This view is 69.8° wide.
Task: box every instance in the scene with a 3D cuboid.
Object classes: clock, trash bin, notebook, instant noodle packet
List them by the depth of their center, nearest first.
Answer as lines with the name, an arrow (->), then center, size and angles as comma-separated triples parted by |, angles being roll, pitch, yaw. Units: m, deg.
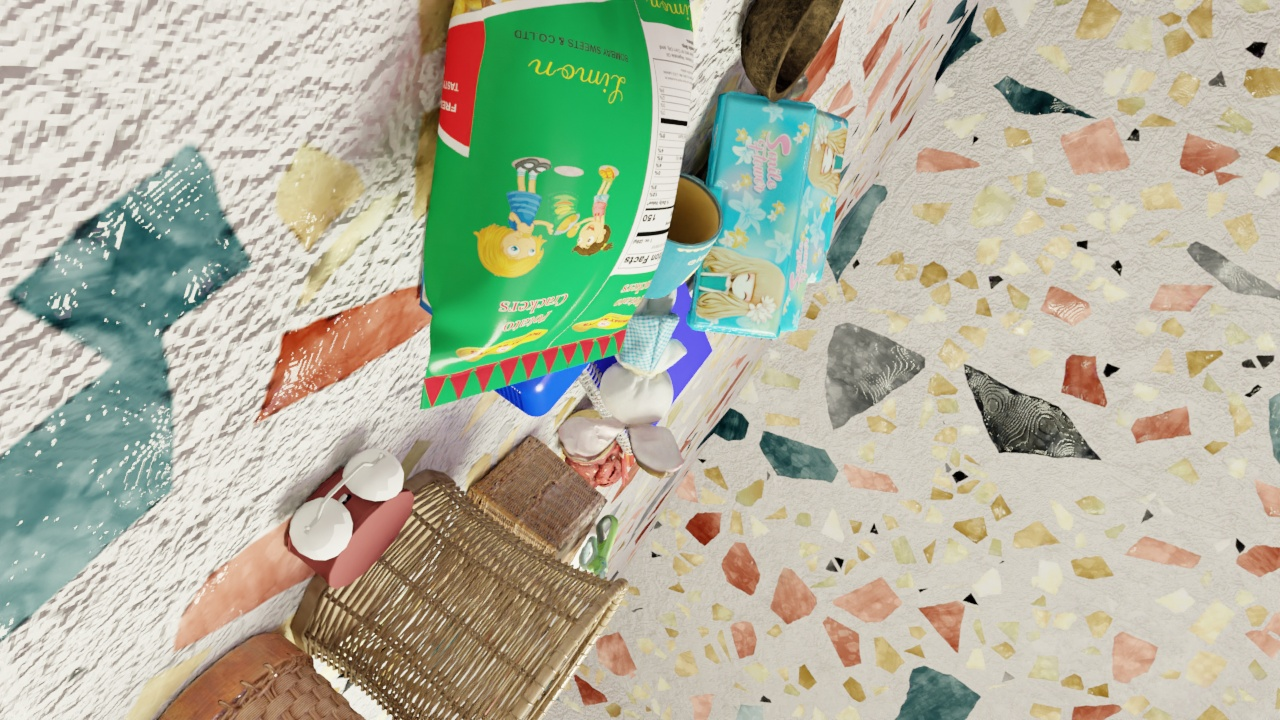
instant noodle packet -> -0.038, -0.110, 0.497 | 0.195, 0.090, 0.253 | -18, 122, -59
clock -> -0.202, 0.109, 0.639 | 0.087, 0.044, 0.125 | -49, 167, -31
trash bin -> -0.241, 0.321, 0.668 | 0.151, 0.210, 0.151 | -53, 169, -16
notebook -> 0.004, -0.009, 1.036 | 0.171, 0.022, 0.209 | -52, 145, -18

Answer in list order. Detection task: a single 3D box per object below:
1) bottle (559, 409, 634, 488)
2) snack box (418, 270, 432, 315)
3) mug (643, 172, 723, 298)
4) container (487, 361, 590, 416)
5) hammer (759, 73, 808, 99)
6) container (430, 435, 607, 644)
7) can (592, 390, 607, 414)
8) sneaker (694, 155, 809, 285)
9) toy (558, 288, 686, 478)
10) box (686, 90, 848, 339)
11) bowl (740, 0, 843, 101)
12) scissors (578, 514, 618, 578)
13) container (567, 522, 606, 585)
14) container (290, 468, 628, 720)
bottle -> -0.050, 0.115, 1.152 | 0.098, 0.099, 0.111 | -52, 160, -17
snack box -> -0.078, -0.095, 0.595 | 0.153, 0.033, 0.088 | -46, 165, -40
mug -> 0.026, -0.120, 0.852 | 0.111, 0.084, 0.104 | -61, 180, -34
container -> -0.077, -0.012, 0.777 | 0.114, 0.058, 0.096 | -51, 168, -20
hammer -> 0.177, -0.371, 0.880 | 0.131, 0.033, 0.331 | -45, 164, -39
container -> -0.136, 0.201, 1.015 | 0.113, 0.113, 0.199 | -41, 163, -52
can -> -0.020, 0.046, 1.168 | 0.067, 0.067, 0.170 | -54, 169, -7
sneaker -> 0.111, -0.130, 0.998 | 0.119, 0.095, 0.235 | -49, 144, -11
toy -> -0.006, 0.006, 0.950 | 0.105, 0.131, 0.205 | -65, 164, -81
box -> 0.139, -0.137, 0.904 | 0.180, 0.074, 0.227 | 1, 103, -29
bowl -> 0.125, -0.295, 0.804 | 0.121, 0.056, 0.121 | -52, 169, -15
scissors -> -0.039, 0.213, 0.946 | 0.072, 0.033, 0.175 | -52, -161, 9
container -> -0.113, 0.209, 1.131 | 0.049, 0.129, 0.081 | 14, 111, -57
container -> -0.154, 0.225, 0.784 | 0.226, 0.196, 0.227 | -52, 169, -15
